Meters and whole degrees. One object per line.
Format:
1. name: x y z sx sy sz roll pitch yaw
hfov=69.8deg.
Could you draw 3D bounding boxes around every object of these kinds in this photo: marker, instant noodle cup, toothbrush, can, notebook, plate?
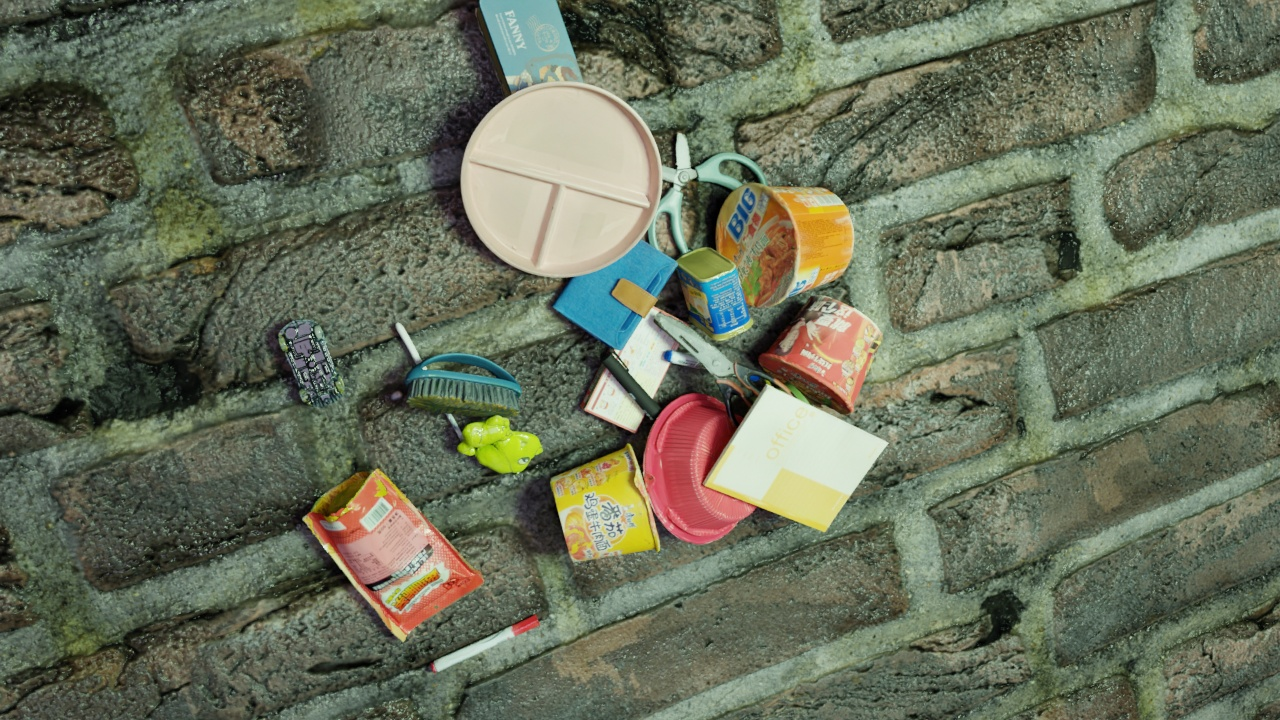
1. marker: -0.199 0.365 1.181 0.145 0.017 0.017 -22 105 -11
2. instant noodle cup: 0.181 -0.147 1.127 0.111 0.151 0.151 -14 104 -32
3. instant noodle cup: -0.047 0.182 1.136 0.109 0.138 0.138 -15 104 -5
4. toothbrush: -0.246 0.031 1.106 0.016 0.016 0.180 -32 108 -17
5. can: 0.088 -0.084 1.127 0.057 0.102 0.083 -24 119 -11
6. marker: 0.094 0.007 1.184 0.145 0.017 0.017 13 96 -30
7. notebook: 0.192 0.124 1.123 0.206 0.010 0.146 25 104 -29
8. marker: -0.002 0.040 1.146 0.022 0.020 0.132 -38 112 5
9. plate: -0.089 -0.205 1.050 0.229 0.028 0.230 -4 120 -8
10. instant noodle cup: 0.096 0.134 1.157 0.193 0.066 0.193 8 78 -40
11. instant noodle cup: 0.237 -0.012 1.181 0.138 0.138 0.108 36 81 -19

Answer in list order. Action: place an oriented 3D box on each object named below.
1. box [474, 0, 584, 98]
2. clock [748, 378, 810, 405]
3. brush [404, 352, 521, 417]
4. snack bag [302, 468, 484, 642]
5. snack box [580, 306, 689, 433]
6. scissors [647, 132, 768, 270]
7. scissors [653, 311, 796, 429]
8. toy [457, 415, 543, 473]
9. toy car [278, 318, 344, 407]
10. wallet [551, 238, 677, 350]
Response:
1. box: -0.123 -0.345 1.047 0.089 0.063 0.184 -25 108 -11
2. clock: 0.203 0.097 1.194 0.056 0.116 0.161 -33 112 -3
3. brush: -0.209 0.027 1.091 0.143 0.055 0.073 11 64 -31
4. snack bag: -0.298 0.234 1.107 0.128 0.073 0.208 -35 113 -3
5. snack box: -0.007 0.007 1.165 0.077 0.027 0.156 26 92 -19
6. scissors: 0.081 -0.196 1.158 0.170 0.019 0.174 1 99 -15
7. scissors: 0.094 0.025 1.125 0.209 0.015 0.182 5 96 8
8. toy: -0.172 0.105 1.122 0.096 0.031 0.100 -17 132 -3
9. toy car: -0.377 0.002 1.053 0.049 0.031 0.105 -20 106 -13
10. wallet: -0.031 -0.091 1.121 0.106 0.040 0.133 34 90 7
